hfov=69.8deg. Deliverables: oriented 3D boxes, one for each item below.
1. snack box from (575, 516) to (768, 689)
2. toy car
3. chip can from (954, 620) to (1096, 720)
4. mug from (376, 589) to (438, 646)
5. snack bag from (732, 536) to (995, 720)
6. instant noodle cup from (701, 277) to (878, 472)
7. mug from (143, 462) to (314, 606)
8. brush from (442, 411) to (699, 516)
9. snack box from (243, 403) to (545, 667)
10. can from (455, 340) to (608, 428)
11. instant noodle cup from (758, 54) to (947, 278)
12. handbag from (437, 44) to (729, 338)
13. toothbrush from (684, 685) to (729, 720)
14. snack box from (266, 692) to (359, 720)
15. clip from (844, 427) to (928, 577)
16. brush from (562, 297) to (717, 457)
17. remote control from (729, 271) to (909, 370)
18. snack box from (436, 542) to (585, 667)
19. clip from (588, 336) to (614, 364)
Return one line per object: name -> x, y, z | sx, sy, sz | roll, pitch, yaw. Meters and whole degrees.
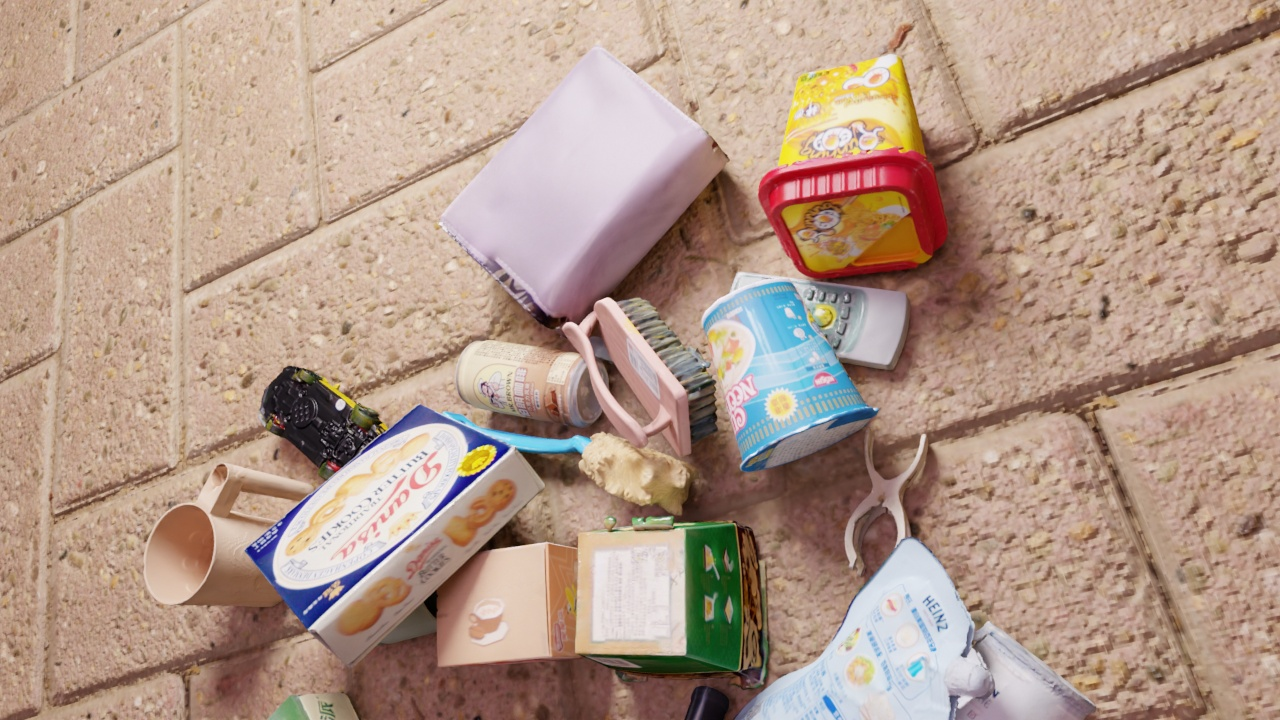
snack box -> 0.013, 0.162, 0.620 | 0.118, 0.105, 0.117 | -8, 71, 25
toy car -> -0.287, 0.057, 0.836 | 0.156, 0.041, 0.071 | 29, 88, 29
chip can -> 0.166, 0.259, 0.535 | 0.071, 0.071, 0.215 | 39, 93, 30
mug -> -0.198, 0.172, 0.741 | 0.106, 0.082, 0.111 | -20, 40, 20
snack bag -> 0.126, 0.205, 0.554 | 0.191, 0.039, 0.110 | -50, 22, 21
instant noodle cup -> 0.093, 0.007, 0.628 | 0.099, 0.099, 0.110 | -28, 70, 16
mug -> -0.351, 0.155, 0.802 | 0.084, 0.103, 0.124 | 24, 85, 30
brush -> -0.063, 0.071, 0.713 | 0.255, 0.083, 0.046 | 10, 85, 36
snack box -> -0.188, 0.118, 0.688 | 0.177, 0.046, 0.183 | -43, 29, -23
can -> -0.088, 0.018, 0.741 | 0.116, 0.058, 0.058 | 9, 78, 28
instant noodle cup -> 0.152, -0.139, 0.649 | 0.116, 0.116, 0.123 | -5, 61, 25
handbag -> -0.043, -0.132, 0.744 | 0.197, 0.098, 0.145 | -47, 59, 5
toothbrush -> 0.012, 0.300, 0.557 | 0.027, 0.026, 0.212 | -21, 31, 41
snack box -> -0.308, 0.388, 0.732 | 0.240, 0.063, 0.114 | -46, 60, 8
clip -> 0.172, 0.097, 0.607 | 0.076, 0.034, 0.103 | 17, 74, 31
brush -> -0.004, 0.004, 0.667 | 0.073, 0.063, 0.145 | -23, 45, -15
remote control -> 0.127, -0.031, 0.674 | 0.135, 0.019, 0.056 | 11, 79, 29
snack box -> -0.083, 0.180, 0.668 | 0.093, 0.094, 0.077 | -12, 70, 22
clip -> -0.016, -0.005, 0.740 | 0.056, 0.027, 0.024 | 10, 81, 18
